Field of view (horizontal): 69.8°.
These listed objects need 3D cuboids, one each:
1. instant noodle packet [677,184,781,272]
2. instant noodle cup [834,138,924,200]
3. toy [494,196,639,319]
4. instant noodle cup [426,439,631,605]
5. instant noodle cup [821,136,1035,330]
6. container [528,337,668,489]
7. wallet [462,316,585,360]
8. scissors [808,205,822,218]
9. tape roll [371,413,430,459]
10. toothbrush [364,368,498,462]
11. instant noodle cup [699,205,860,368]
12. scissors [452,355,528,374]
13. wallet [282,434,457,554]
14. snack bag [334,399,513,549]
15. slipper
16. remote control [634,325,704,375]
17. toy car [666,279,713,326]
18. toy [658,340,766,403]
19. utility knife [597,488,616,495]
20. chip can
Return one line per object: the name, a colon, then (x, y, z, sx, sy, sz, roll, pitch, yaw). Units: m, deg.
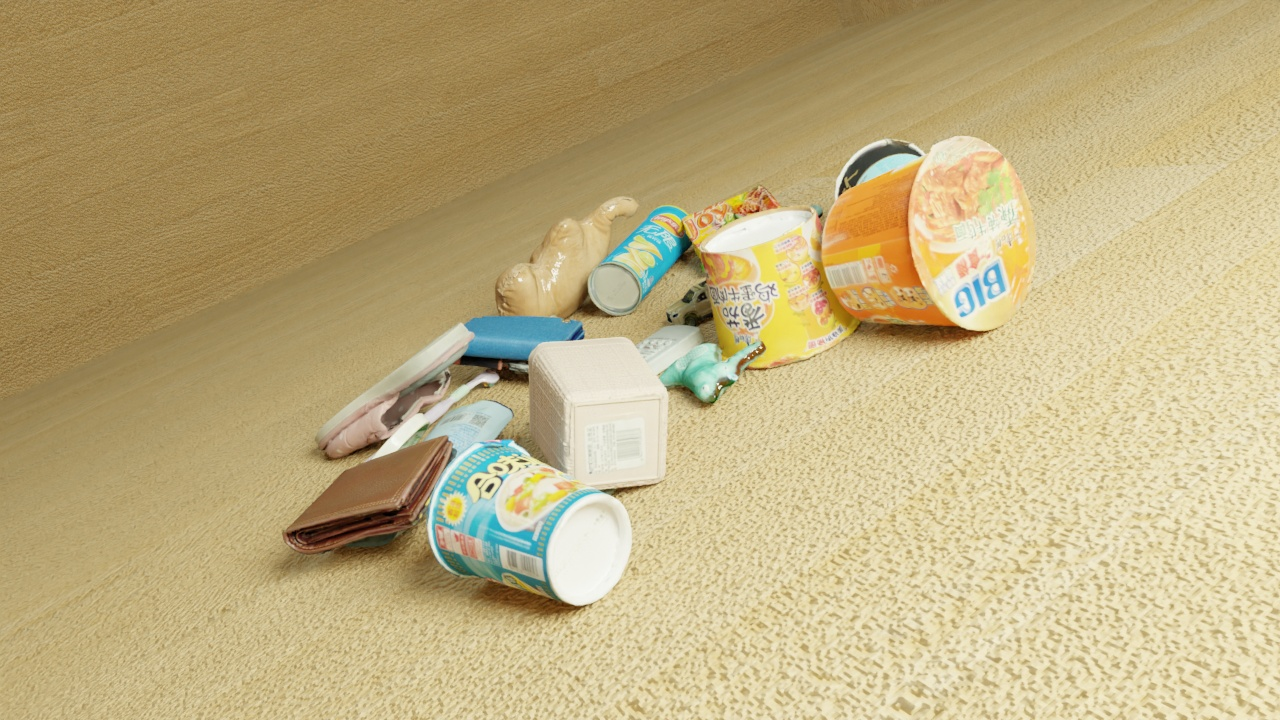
instant noodle packet: (0.116, -0.164, 1.141, 0.128, 0.044, 0.110, -23, 43, 1)
instant noodle cup: (0.269, -0.160, 0.936, 0.111, 0.111, 0.120, -20, 26, 4)
toy: (-0.091, -0.118, 1.140, 0.225, 0.082, 0.144, -47, -15, -21)
instant noodle cup: (-0.068, 0.109, 0.596, 0.110, 0.099, 0.099, 11, 37, 43)
instant noodle cup: (0.228, -0.095, 0.748, 0.151, 0.151, 0.112, -33, 15, -30)
container: (-0.032, 0.042, 0.707, 0.089, 0.090, 0.111, -4, 19, -16)
wallet: (-0.136, -0.023, 1.014, 0.133, 0.040, 0.106, 4, 15, 9)
scissors: (0.153, -0.180, 1.224, 0.170, 0.019, 0.179, -20, 21, 6)
tape roll: (-0.231, 0.086, 0.861, 0.086, 0.014, 0.086, -49, 0, 0)
toothbrush: (-0.222, 0.063, 0.972, 0.029, 0.021, 0.188, 1, 31, 42)
instant noodle cup: (0.122, -0.072, 0.836, 0.138, 0.110, 0.138, -18, 21, 7)
scissors: (-0.131, 0.004, 1.014, 0.207, 0.015, 0.192, 5, 5, 4)
wallet: (-0.217, 0.108, 0.745, 0.125, 0.032, 0.101, -18, 22, 21)
snack bag: (-0.195, 0.102, 0.814, 0.110, 0.039, 0.190, -7, 27, 29)
slipper: (-0.254, 0.041, 0.961, 0.275, 0.054, 0.113, -32, 10, 40)
remote control: (-0.005, 0.005, 0.896, 0.149, 0.021, 0.058, -34, 23, -33)
toy car: (0.069, -0.065, 0.984, 0.090, 0.035, 0.042, -27, 19, -8)
toy: (0.062, 0.009, 0.800, 0.096, 0.030, 0.092, -37, 24, -1)
utility knife: (-0.060, 0.077, 0.783, 0.031, 0.022, 0.219, -17, 13, -16)
chip can: (0.006, -0.131, 1.167, 0.071, 0.071, 0.209, -11, 23, 27)
